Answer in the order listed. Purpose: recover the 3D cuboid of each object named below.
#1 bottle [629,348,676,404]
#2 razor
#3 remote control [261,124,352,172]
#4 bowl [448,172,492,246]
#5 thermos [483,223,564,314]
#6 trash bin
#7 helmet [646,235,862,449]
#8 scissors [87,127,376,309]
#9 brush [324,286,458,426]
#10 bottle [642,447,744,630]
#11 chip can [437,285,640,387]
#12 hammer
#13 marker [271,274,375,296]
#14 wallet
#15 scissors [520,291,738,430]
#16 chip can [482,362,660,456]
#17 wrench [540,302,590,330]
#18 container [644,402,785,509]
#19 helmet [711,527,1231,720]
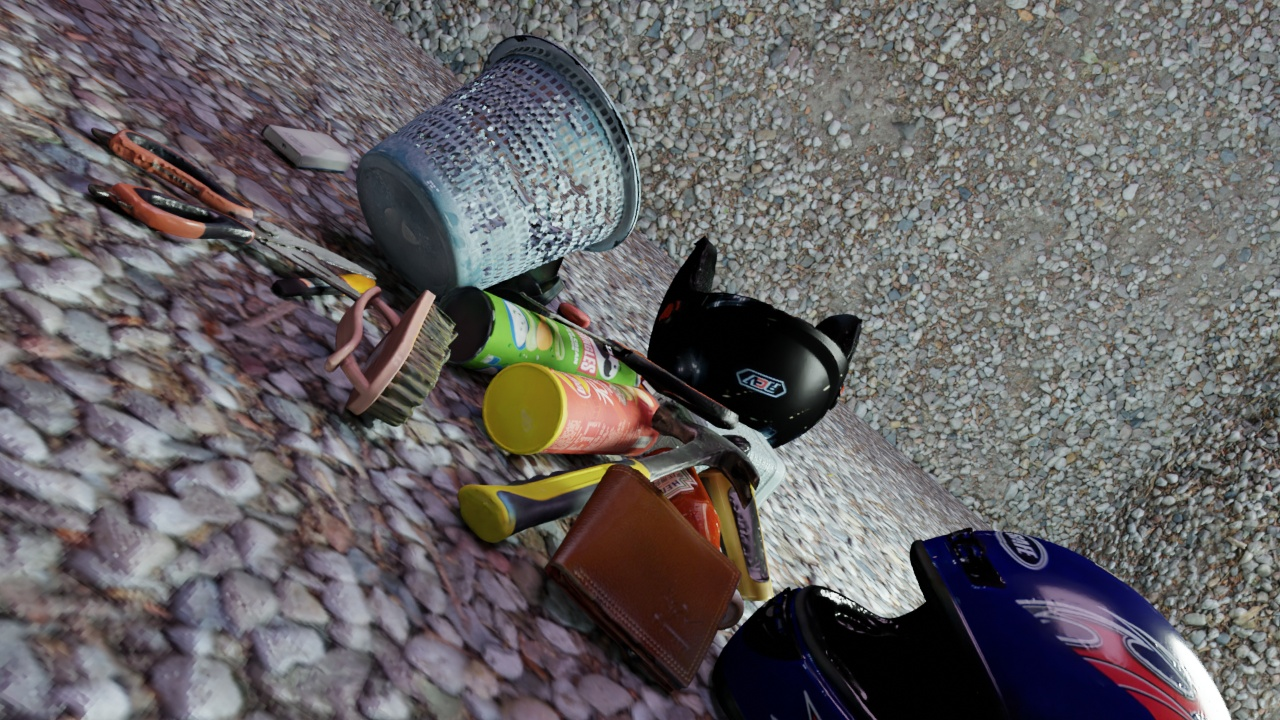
[{"bbox_3d":[0.016,0.057,1.019,0.149,0.067,0.066,49,12,2],"label":"bottle"},{"bbox_3d":[0.089,0.139,0.837,0.062,0.068,0.167,5,57,-28],"label":"razor"},{"bbox_3d":[-0.347,-0.224,0.967,0.049,0.024,0.124,40,12,-1],"label":"remote control"},{"bbox_3d":[-0.206,-0.160,1.040,0.062,0.113,0.113,-3,17,-2],"label":"bowl"},{"bbox_3d":[-0.118,-0.090,1.004,0.242,0.090,0.068,-89,160,-67],"label":"thermos"},{"bbox_3d":[-0.146,-0.163,0.864,0.226,0.194,0.227,34,-36,29],"label":"trash bin"},{"bbox_3d":[0.122,0.000,1.085,0.233,0.230,0.275,25,1,-6],"label":"helmet"},{"bbox_3d":[-0.295,-0.102,0.666,0.189,0.015,0.226,43,15,21],"label":"scissors"},{"bbox_3d":[-0.172,-0.005,0.621,0.073,0.063,0.145,42,12,-17],"label":"brush"},{"bbox_3d":[0.040,0.144,0.760,0.059,0.060,0.206,36,12,-24],"label":"bottle"},{"bbox_3d":[-0.091,-0.005,0.864,0.072,0.072,0.235,48,14,32],"label":"chip can"},{"bbox_3d":[-0.011,0.088,0.698,0.126,0.032,0.322,32,19,26],"label":"hammer"},{"bbox_3d":[-0.242,-0.057,0.708,0.018,0.015,0.123,41,14,7],"label":"marker"},{"bbox_3d":[0.004,0.139,0.597,0.124,0.032,0.101,46,43,-11],"label":"wallet"},{"bbox_3d":[-0.007,0.003,0.840,0.221,0.021,0.229,31,1,12],"label":"scissors"},{"bbox_3d":[-0.049,0.048,0.796,0.073,0.073,0.216,46,12,22],"label":"chip can"},{"bbox_3d":[-0.082,-0.046,0.990,0.056,0.016,0.273,35,-5,-11],"label":"wrench"},{"bbox_3d":[0.072,0.103,0.954,0.111,0.090,0.090,32,14,-27],"label":"container"},{"bbox_3d":[0.237,0.233,0.619,0.315,0.240,0.247,40,10,0],"label":"helmet"}]
